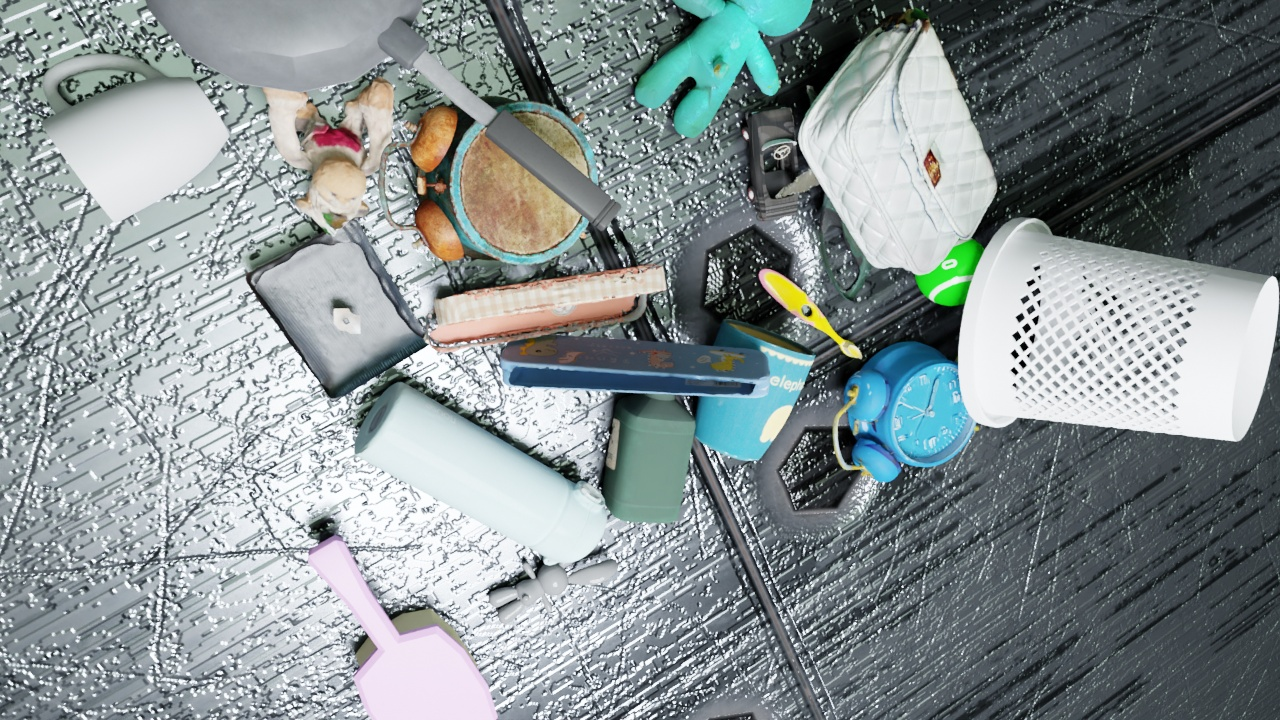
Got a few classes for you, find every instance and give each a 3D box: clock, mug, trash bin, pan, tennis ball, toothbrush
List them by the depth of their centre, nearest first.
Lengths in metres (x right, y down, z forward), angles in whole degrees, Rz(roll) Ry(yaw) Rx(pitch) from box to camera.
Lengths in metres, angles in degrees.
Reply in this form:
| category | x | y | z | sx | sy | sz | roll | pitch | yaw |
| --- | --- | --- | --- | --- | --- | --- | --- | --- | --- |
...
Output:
| category | x | y | z | sx | sy | sz | roll | pitch | yaw |
| --- | --- | --- | --- | --- | --- | --- | --- | --- | --- |
| pan | -0.155 | -0.206 | 0.584 | 0.357 | 0.041 | 0.178 | 39 | 76 | -8 |
| mug | -0.328 | -0.156 | 0.589 | 0.089 | 0.071 | 0.107 | -36 | 86 | -18 |
| clock | -0.114 | -0.129 | 0.665 | 0.157 | 0.073 | 0.121 | -9 | 108 | -30 |
| trash bin | 0.414 | -0.018 | 0.792 | 0.195 | 0.200 | 0.195 | -15 | 111 | -44 |
| mug | 0.101 | 0.028 | 0.794 | 0.112 | 0.084 | 0.104 | 6 | 108 | -52 |
| toothbrush | 0.154 | -0.040 | 0.824 | 0.135 | 0.016 | 0.021 | 37 | 94 | -25 |
| tennis ball | 0.283 | -0.082 | 0.834 | 0.065 | 0.065 | 0.065 | -5 | 106 | -20 |
| clock | 0.243 | 0.051 | 0.857 | 0.161 | 0.060 | 0.117 | -22 | 111 | -18 |

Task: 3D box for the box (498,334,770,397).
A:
| category | x | y | z | sx | sy | sz | roll | pitch | yaw |
| --- | --- | --- | --- | --- | --- | --- | --- | --- | --- |
| box | -0.004 | 0.002 | 0.711 | 0.209 | 0.065 | 0.037 | 2 | 108 | 4 |

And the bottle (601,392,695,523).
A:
| category | x | y | z | sx | sy | sz | roll | pitch | yaw |
| --- | --- | --- | --- | --- | --- | --- | --- | --- | --- |
| bottle | 0.009 | 0.065 | 0.772 | 0.061 | 0.061 | 0.131 | 6 | 102 | -20 |

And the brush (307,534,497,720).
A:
| category | x | y | z | sx | sy | sz | roll | pitch | yaw |
| --- | --- | --- | --- | --- | --- | --- | --- | --- | --- |
| brush | -0.200 | 0.230 | 0.746 | 0.089 | 0.043 | 0.229 | -30 | 113 | -11 |

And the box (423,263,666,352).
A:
| category | x | y | z | sx | sy | sz | roll | pitch | yaw |
| --- | --- | --- | --- | --- | --- | --- | --- | --- | --- |
| box | -0.072 | -0.043 | 0.705 | 0.186 | 0.085 | 0.048 | -11 | 83 | -24 |

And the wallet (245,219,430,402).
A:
| category | x | y | z | sx | sy | sz | roll | pitch | yaw |
| --- | --- | --- | --- | --- | --- | --- | --- | --- | --- |
| wallet | -0.221 | -0.036 | 0.676 | 0.089 | 0.026 | 0.115 | -32 | 114 | -11 |

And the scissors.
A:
| category | x | y | z | sx | sy | sz | roll | pitch | yaw |
| --- | --- | --- | --- | --- | --- | --- | --- | --- | --- |
| scissors | 0.197 | -0.166 | 0.798 | 0.201 | 0.015 | 0.202 | -39 | 127 | -17 |

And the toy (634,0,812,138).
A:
| category | x | y | z | sx | sy | sz | roll | pitch | yaw |
| --- | --- | --- | --- | --- | --- | --- | --- | --- | --- |
| toy | 0.077 | -0.263 | 0.709 | 0.130 | 0.072 | 0.193 | 34 | 100 | -25 |

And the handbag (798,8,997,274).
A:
| category | x | y | z | sx | sy | sz | roll | pitch | yaw |
| --- | --- | --- | --- | --- | --- | --- | --- | --- | --- |
| handbag | 0.224 | -0.170 | 0.760 | 0.138 | 0.072 | 0.195 | -53 | 131 | -10 |

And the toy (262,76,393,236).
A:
| category | x | y | z | sx | sy | sz | roll | pitch | yaw |
| --- | --- | --- | --- | --- | --- | --- | --- | --- | --- |
| toy | -0.214 | -0.138 | 0.623 | 0.085 | 0.074 | 0.106 | 1 | 94 | -27 |

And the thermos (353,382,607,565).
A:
| category | x | y | z | sx | sy | sz | roll | pitch | yaw |
| --- | --- | --- | --- | --- | --- | --- | --- | --- | --- |
| thermos | -0.120 | 0.094 | 0.728 | 0.206 | 0.065 | 0.078 | 34 | 109 | -25 |

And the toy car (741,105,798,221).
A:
| category | x | y | z | sx | sy | sz | roll | pitch | yaw |
| --- | --- | --- | --- | --- | --- | --- | --- | --- | --- |
| toy car | 0.112 | -0.163 | 0.762 | 0.040 | 0.037 | 0.092 | -13 | 108 | -17 |

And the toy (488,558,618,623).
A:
| category | x | y | z | sx | sy | sz | roll | pitch | yaw |
| --- | --- | --- | --- | --- | --- | --- | --- | --- | --- |
| toy | -0.076 | 0.188 | 0.791 | 0.111 | 0.030 | 0.049 | -27 | 97 | -7 |
